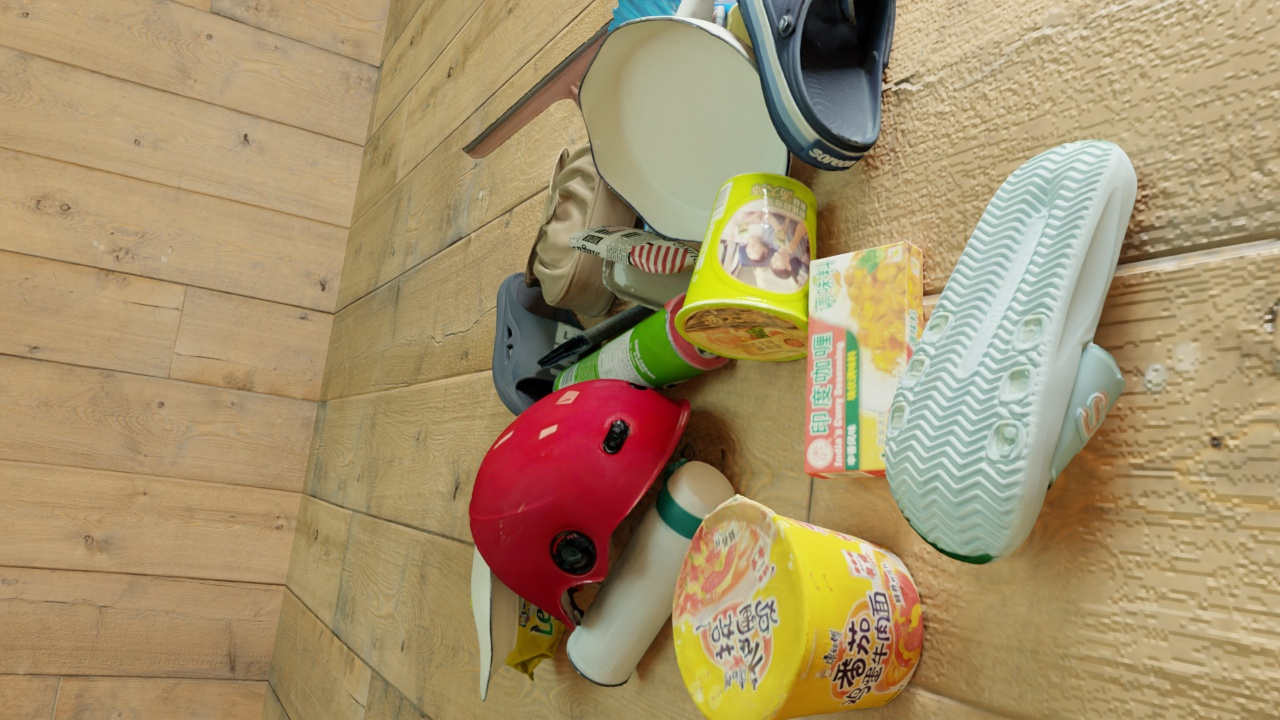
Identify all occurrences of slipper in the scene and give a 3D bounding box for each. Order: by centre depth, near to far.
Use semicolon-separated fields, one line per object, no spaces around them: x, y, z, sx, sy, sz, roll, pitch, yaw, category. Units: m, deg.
0.210;-0.006;0.500;0.104;0.074;0.245;2;66;63;slipper
0.138;-0.264;0.692;0.095;0.105;0.252;-34;50;51;slipper
-0.109;-0.028;1.056;0.084;0.110;0.267;-54;33;33;slipper

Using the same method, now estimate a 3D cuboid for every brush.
0.009;-0.227;0.866;0.109;0.060;0.315;42;141;18;brush

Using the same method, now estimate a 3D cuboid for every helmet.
-0.068;0.104;0.819;0.241;0.144;0.206;-60;4;34;helmet

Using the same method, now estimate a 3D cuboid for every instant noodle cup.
0.103;0.164;0.586;0.138;0.109;0.137;-32;53;54;instant noodle cup
0.092;-0.075;0.715;0.112;0.111;0.123;-22;52;57;instant noodle cup

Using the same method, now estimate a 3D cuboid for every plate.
0.042;-0.197;0.788;0.045;0.205;0.205;-46;6;-38;plate
-0.146;0.234;0.916;0.164;0.034;0.164;-113;27;-55;plate

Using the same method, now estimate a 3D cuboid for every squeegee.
-0.057;-0.278;1.025;0.248;0.040;0.249;-40;-4;7;squeegee

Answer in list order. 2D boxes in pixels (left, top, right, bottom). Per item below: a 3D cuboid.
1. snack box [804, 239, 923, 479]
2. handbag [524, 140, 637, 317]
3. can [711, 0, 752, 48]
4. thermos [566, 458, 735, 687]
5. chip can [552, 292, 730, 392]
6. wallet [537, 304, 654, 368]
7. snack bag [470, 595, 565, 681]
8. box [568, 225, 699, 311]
0.153;0.001;0.626;0.077;0.027;0.155;-10;70;42;snack box
-0.066;-0.155;1.030;0.148;0.099;0.204;7;81;64;handbag
0.078;-0.279;0.844;0.083;0.057;0.102;38;128;57;can
0.008;0.184;0.796;0.225;0.073;0.073;-62;32;27;thermos
-0.005;0.005;0.885;0.237;0.072;0.072;-29;55;55;chip can
-0.046;-0.026;0.961;0.121;0.097;0.019;-24;93;57;wallet
-0.119;0.204;1.020;0.158;0.068;0.246;25;102;63;snack bag
-0.003;-0.089;0.881;0.162;0.086;0.076;27;105;48;box
